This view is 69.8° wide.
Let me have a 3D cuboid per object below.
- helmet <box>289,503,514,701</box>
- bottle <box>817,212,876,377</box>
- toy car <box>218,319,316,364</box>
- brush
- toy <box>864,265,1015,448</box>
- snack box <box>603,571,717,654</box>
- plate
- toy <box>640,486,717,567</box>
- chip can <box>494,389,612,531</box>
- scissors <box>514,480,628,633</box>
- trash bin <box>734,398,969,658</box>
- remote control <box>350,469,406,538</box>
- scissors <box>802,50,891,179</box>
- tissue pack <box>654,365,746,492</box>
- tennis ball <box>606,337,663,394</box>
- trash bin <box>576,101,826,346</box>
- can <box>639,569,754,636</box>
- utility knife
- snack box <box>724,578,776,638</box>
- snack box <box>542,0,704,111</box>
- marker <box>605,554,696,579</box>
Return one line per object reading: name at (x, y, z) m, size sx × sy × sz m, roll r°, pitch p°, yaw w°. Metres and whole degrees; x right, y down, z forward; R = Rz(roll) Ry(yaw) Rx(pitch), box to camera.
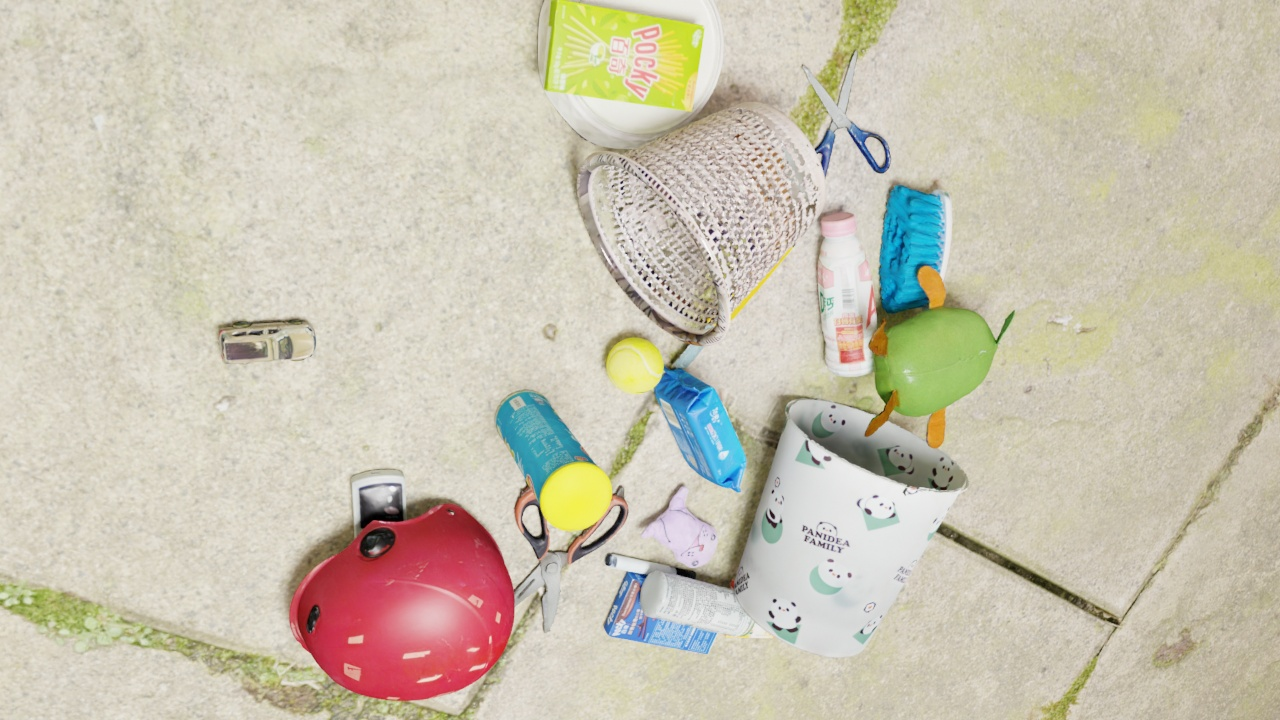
helmet at (-0.242, 0.282, 0.992) m, size 0.239 × 0.144 × 0.207 m, roll -17°, pitch 120°, yaw -25°
bottle at (0.250, -0.080, 1.117) m, size 0.068 × 0.068 × 0.197 m, roll -18°, pitch 112°, yaw -15°
toy car at (-0.371, -0.016, 0.915) m, size 0.090 × 0.035 × 0.042 m, roll -5°, pitch 111°, yaw -22°
brush at (0.357, -0.069, 1.173) m, size 0.109 × 0.060 × 0.315 m, roll -9°, pitch 114°, yaw -22°
toy at (0.350, 0.000, 1.111) m, size 0.246 × 0.090 × 0.227 m, roll -14°, pitch 107°, yaw -33°
snack box at (0.037, 0.331, 1.201) m, size 0.157 × 0.026 × 0.084 m, roll 19°, pitch 99°, yaw -26°
plate at (-0.003, -0.320, 0.944) m, size 0.204 × 0.045 × 0.205 m, roll -7°, pitch 110°, yaw -19°
toy at (0.058, 0.218, 1.163) m, size 0.083 × 0.039 × 0.108 m, roll -49°, pitch 117°, yaw -9°
chip can at (-0.097, 0.099, 0.963) m, size 0.071 × 0.210 × 0.071 m, roll -7°, pitch 110°, yaw -19°
scissors at (-0.100, 0.234, 1.121) m, size 0.188 × 0.015 × 0.226 m, roll -13°, pitch 114°, yaw -17°
trash bin at (0.244, 0.209, 1.137) m, size 0.229 × 0.229 × 0.252 m, roll 11°, pitch 109°, yaw -24°
remote control at (-0.291, 0.194, 1.028) m, size 0.058 × 0.021 × 0.150 m, roll -5°, pitch 111°, yaw -20°
scissors at (0.234, -0.269, 1.073) m, size 0.175 × 0.012 × 0.162 m, roll 30°, pitch 96°, yaw -27°
tissue pack at (0.074, 0.081, 1.089) m, size 0.052 × 0.095 × 0.157 m, roll -32°, pitch 117°, yaw -15°
tennis ball at (-0.006, 0.006, 1.047) m, size 0.065 × 0.065 × 0.065 m, roll -7°, pitch 111°, yaw -19°
trash bin at (0.076, -0.159, 0.953) m, size 0.191 × 0.228 × 0.227 m, roll -37°, pitch 118°, yaw -20°
can at (0.074, 0.308, 1.160) m, size 0.146 × 0.058 × 0.058 m, roll 20°, pitch 100°, yaw -26°
utility knife at (0.111, -0.074, 1.091) m, size 0.033 × 0.015 × 0.219 m, roll 41°, pitch 88°, yaw -29°
snack box at (0.188, 0.343, 1.264) m, size 0.155 × 0.027 × 0.077 m, roll 8°, pitch 104°, yaw -24°
snack box at (-0.016, -0.299, 0.906) m, size 0.156 × 0.026 × 0.086 m, roll 2°, pitch 109°, yaw -22°
marker at (0.014, 0.268, 1.174) m, size 0.130 × 0.022 × 0.018 m, roll 17°, pitch 131°, yaw -26°
